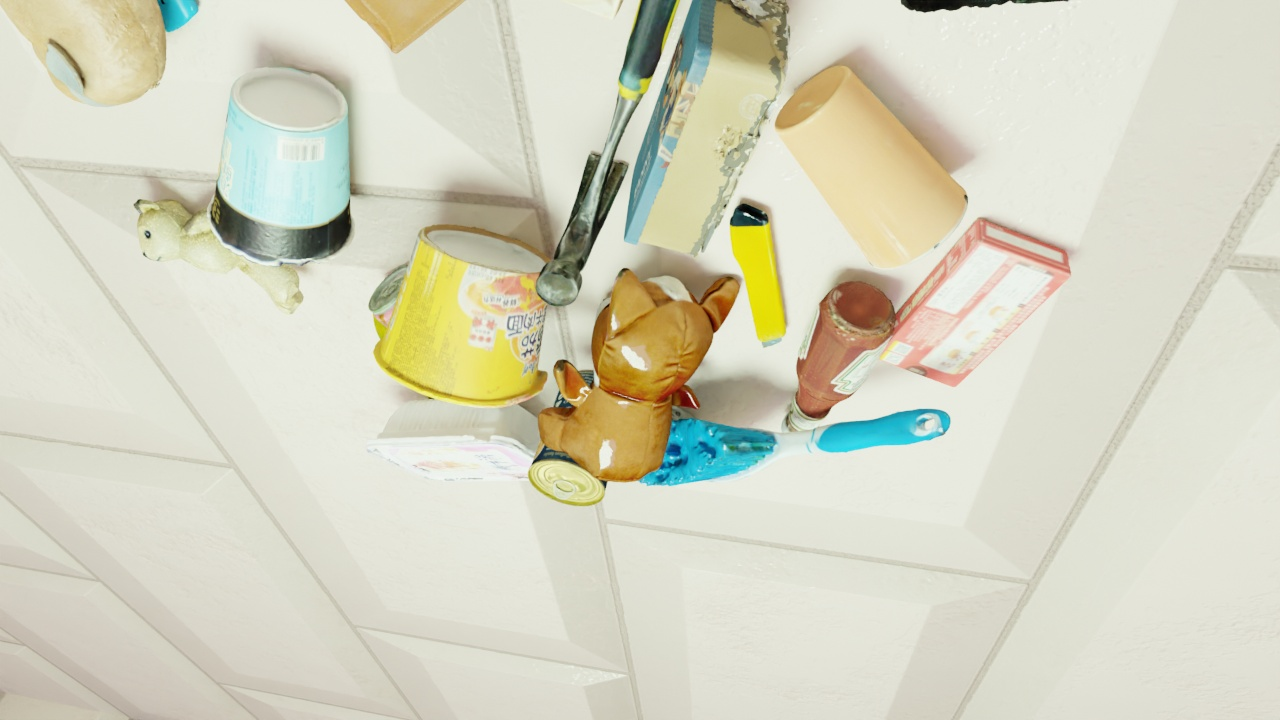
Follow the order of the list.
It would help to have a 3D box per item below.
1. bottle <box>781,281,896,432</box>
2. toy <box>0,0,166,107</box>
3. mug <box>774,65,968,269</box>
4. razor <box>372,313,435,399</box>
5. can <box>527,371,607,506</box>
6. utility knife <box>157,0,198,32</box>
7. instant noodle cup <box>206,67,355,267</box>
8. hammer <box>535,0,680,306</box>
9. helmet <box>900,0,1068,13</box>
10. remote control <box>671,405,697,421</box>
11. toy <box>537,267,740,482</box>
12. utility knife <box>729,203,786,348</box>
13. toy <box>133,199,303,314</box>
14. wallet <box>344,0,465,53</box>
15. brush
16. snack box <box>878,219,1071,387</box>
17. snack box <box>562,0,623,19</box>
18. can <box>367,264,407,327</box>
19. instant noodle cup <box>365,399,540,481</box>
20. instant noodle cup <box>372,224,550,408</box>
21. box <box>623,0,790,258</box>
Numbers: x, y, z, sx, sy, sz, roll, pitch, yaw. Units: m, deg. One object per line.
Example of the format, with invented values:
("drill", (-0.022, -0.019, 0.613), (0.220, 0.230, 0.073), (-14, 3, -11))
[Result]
("bottle", (0.159, 0.012, 0.786), (0.060, 0.059, 0.206), (13, 148, 2))
("toy", (-0.396, -0.271, 0.590), (0.144, 0.082, 0.226), (2, 132, 34))
("mug", (0.148, -0.129, 0.604), (0.078, 0.078, 0.123), (-25, 122, 39))
("razor", (-0.229, 0.000, 0.921), (0.043, 0.028, 0.132), (-5, 136, 28))
("can", (-0.057, 0.074, 0.887), (0.075, 0.110, 0.075), (11, 142, 8))
("utility knife", (-0.354, -0.318, 0.576), (0.034, 0.018, 0.237), (1, 139, 19))
("instant noodle cup", (-0.268, -0.151, 0.693), (0.111, 0.111, 0.121), (19, 133, -6))
("hammer", (-0.001, -0.187, 0.567), (0.032, 0.125, 0.324), (20, 131, -4))
("helmet", (0.216, -0.263, 0.275), (0.316, 0.247, 0.240), (-8, 94, 17))
("remote control", (0.002, 0.083, 0.951), (0.056, 0.019, 0.135), (27, 140, -16))
("toy", (-0.005, 0.005, 0.780), (0.140, 0.130, 0.200), (-8, 139, -35))
("utility knife", (0.096, -0.064, 0.743), (0.033, 0.015, 0.164), (5, 142, 20))
("toy", (-0.374, -0.092, 0.820), (0.157, 0.066, 0.105), (28, 158, -5))
("wallet", (-0.166, -0.267, 0.568), (0.108, 0.031, 0.132), (-21, 129, 34))
("brush", (0.113, 0.073, 0.803), (0.109, 0.060, 0.315), (6, 165, -29))
("snack box", (0.253, -0.040, 0.714), (0.075, 0.025, 0.153), (19, 142, -7))
("snack box", (-0.038, -0.259, 0.497), (0.094, 0.076, 0.093), (19, 141, -7))
("can", (-0.179, -0.021, 0.851), (0.058, 0.057, 0.147), (-18, 132, 34))
("instant noodle cup", (-0.179, 0.081, 0.956), (0.174, 0.060, 0.138), (-5, 156, 21))
("instant noodle cup", (-0.136, -0.042, 0.741), (0.138, 0.137, 0.110), (17, 109, -3))
("box", (0.037, -0.147, 0.602), (0.061, 0.089, 0.185), (15, 141, -10))
